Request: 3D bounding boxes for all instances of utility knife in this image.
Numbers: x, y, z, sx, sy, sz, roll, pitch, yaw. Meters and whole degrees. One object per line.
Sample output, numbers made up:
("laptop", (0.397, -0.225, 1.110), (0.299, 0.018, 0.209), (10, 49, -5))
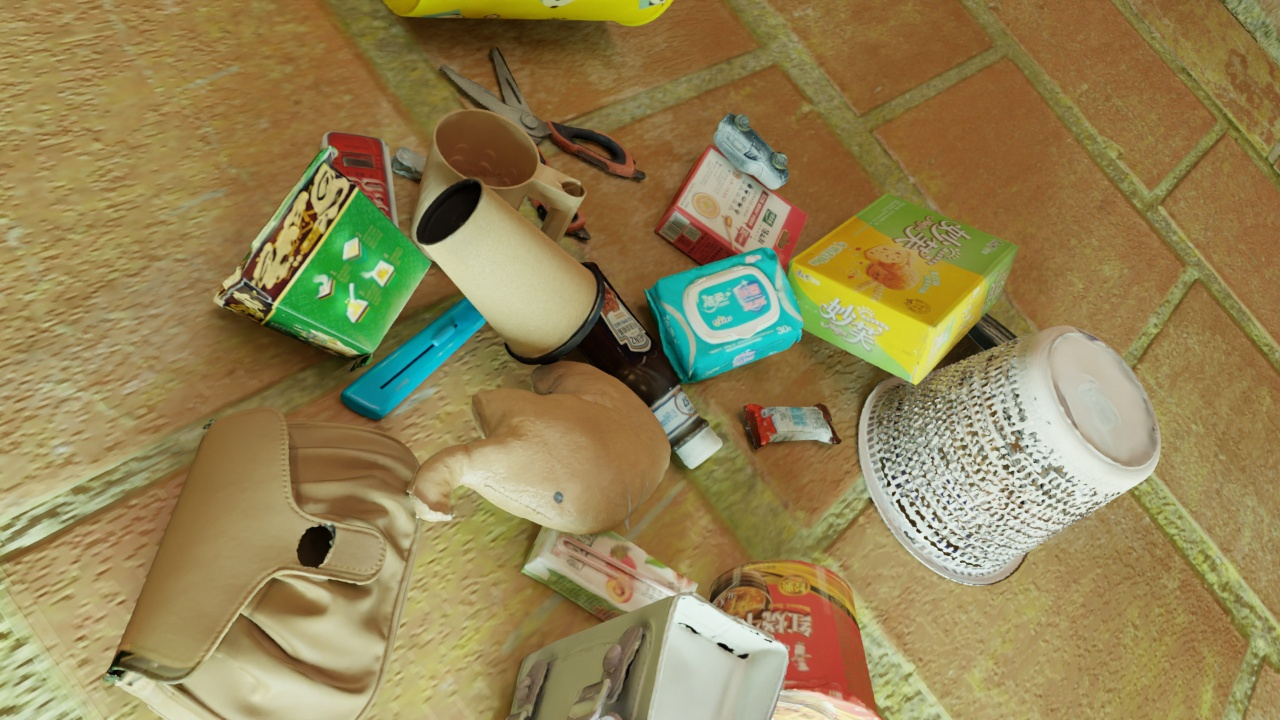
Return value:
("utility knife", (-0.150, -0.025, 0.727), (0.034, 0.018, 0.213), (43, 49, -2))

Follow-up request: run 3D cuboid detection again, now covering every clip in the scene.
("clip", (-0.185, -0.163, 0.785), (0.057, 0.032, 0.025), (23, 56, -23))

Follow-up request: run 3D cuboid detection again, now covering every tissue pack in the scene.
("tissue pack", (0.074, -0.041, 0.828), (0.133, 0.050, 0.093), (-20, 74, -14))

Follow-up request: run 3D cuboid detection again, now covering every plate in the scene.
("plate", (0.403, -0.009, 1.005), (0.179, 0.024, 0.179), (32, 22, -15))

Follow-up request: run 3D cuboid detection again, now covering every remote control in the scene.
("remote control", (-0.225, -0.126, 0.739), (0.055, 0.020, 0.135), (2, 62, -31))

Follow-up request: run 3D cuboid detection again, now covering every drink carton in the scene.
("drink carton", (-0.022, 0.160, 0.678), (0.122, 0.046, 0.053), (34, 52, -9))

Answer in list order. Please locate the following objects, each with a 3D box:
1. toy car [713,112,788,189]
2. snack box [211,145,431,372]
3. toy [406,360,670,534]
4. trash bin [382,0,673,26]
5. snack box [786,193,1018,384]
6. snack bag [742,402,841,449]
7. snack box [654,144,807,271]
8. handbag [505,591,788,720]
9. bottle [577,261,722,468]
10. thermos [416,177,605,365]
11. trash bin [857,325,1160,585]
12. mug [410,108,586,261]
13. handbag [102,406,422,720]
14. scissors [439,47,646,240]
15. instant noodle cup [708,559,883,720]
("toy car", (0.110, -0.207, 0.915), (0.034, 0.043, 0.090), (-42, 83, -15))
("snack box", (-0.217, -0.063, 0.646), (0.105, 0.118, 0.117), (36, 69, -22))
("toy", (-0.060, 0.068, 0.647), (0.143, 0.083, 0.225), (30, 24, 16))
("trash bin", (-0.114, -0.426, 0.857), (0.254, 0.230, 0.229), (-17, 73, -31))
("snack box", (0.262, -0.081, 0.928), (0.158, 0.070, 0.209), (30, 45, 28))
("snack bag", (0.141, 0.058, 0.846), (0.105, 0.026, 0.045), (1, 54, -31))
("snack box", (0.093, -0.138, 0.919), (0.127, 0.044, 0.113), (35, 50, -8))
("handbag", (-0.018, 0.231, 0.542), (0.098, 0.198, 0.144), (28, 52, -17))
("bottle", (-0.005, 0.004, 0.770), (0.195, 0.044, 0.079), (52, 25, 4))
("thermos", (-0.093, -0.063, 0.671), (0.143, 0.093, 0.092), (44, 43, -40))
("trash bin", (0.351, 0.075, 0.855), (0.227, 0.193, 0.227), (14, 57, -23))
("mug", (-0.118, -0.127, 0.741), (0.124, 0.104, 0.084), (24, 49, -11))
("handbag", (-0.211, 0.125, 0.550), (0.147, 0.100, 0.204), (21, 50, -22))
("scissors", (-0.093, -0.207, 0.869), (0.226, 0.015, 0.188), (20, 55, -19))
("instant noodle cup", (0.104, 0.219, 0.670), (0.138, 0.138, 0.108), (23, 45, -18))
